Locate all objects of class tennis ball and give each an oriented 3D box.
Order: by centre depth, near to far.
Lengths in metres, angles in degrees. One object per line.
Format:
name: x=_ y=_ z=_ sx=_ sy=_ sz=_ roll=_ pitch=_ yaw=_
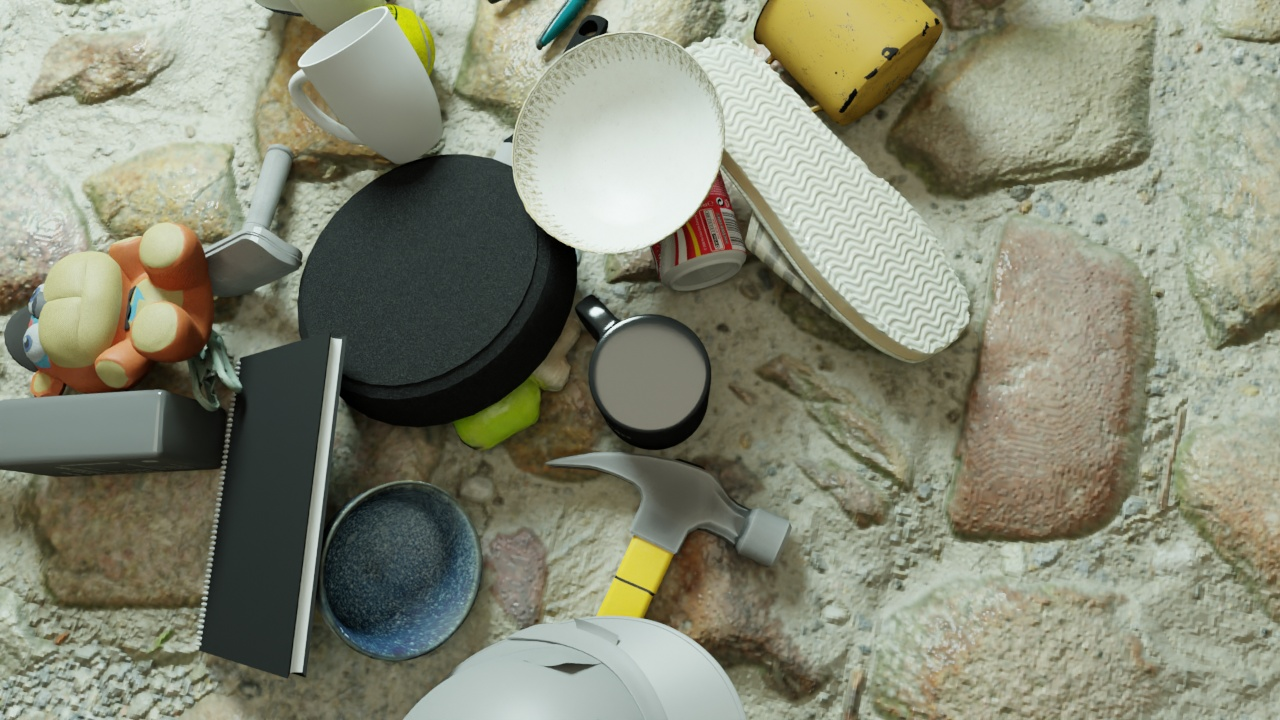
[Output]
tennis ball: x=-0.188 y=-0.234 z=0.693 sx=0.065 sy=0.065 sz=0.065 roll=-1 pitch=78 yaw=3

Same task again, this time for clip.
clip: x=-0.309 y=0.005 z=0.658 sx=0.042 sy=0.023 sz=0.076 roll=-39 pitch=49 yaw=-4

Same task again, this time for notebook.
notebook: x=-0.247 y=0.092 z=0.607 sx=0.149 sy=0.016 sz=0.206 roll=-9 pitch=74 yaw=45

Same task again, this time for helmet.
helmet: x=-0.078 y=0.246 z=0.519 sx=0.272 sy=0.117 sz=0.183 roll=-28 pitch=65 yaw=19

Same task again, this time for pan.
pan: x=-0.113 y=-0.121 z=0.659 sx=0.204 sy=0.044 sz=0.355 roll=20 pitch=74 yaw=24

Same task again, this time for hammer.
hammer: x=-0.038 y=0.213 z=0.613 sx=0.170 sy=0.034 sz=0.324 roll=24 pitch=82 yaw=9

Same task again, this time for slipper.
slipper: x=0.119 y=-0.110 z=0.640 sx=0.272 sy=0.054 sz=0.114 roll=49 pitch=57 yaw=1

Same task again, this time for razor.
razor: x=-0.281 y=-0.111 z=0.681 sx=0.088 sy=0.047 sz=0.116 roll=-15 pitch=57 yaw=33

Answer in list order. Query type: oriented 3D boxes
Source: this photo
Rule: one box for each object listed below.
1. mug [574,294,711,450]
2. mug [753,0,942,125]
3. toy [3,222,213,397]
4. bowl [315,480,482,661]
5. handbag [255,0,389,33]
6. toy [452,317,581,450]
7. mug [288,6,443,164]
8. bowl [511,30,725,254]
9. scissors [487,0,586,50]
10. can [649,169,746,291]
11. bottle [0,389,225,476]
mug: x=-0.004 y=0.004 z=0.622 sx=0.078 sy=0.088 sz=0.113 roll=-40 pitch=79 yaw=-5
mug: x=0.142 y=-0.226 z=0.661 sx=0.124 sy=0.100 sz=0.094 roll=-42 pitch=80 yaw=17
toy: x=-0.372 y=-0.027 z=0.646 sx=0.176 sy=0.096 sz=0.112 roll=-21 pitch=66 yaw=32
bowl: x=-0.170 y=0.137 z=0.611 sx=0.061 sy=0.114 sz=0.114 roll=-7 pitch=81 yaw=48
handbag: x=-0.225 y=-0.304 z=0.667 sx=0.176 sy=0.151 sz=0.074 roll=8 pitch=79 yaw=4
toy: x=-0.096 y=0.003 z=0.652 sx=0.117 sy=0.043 sz=0.092 roll=-44 pitch=75 yaw=-9
mug: x=-0.196 y=-0.184 z=0.650 sx=0.107 sy=0.089 sz=0.071 roll=-9 pitch=42 yaw=29
bowl: x=-0.007 y=-0.134 z=0.603 sx=0.145 sy=0.063 sz=0.145 roll=-2 pitch=83 yaw=20
scissors: x=-0.056 y=-0.306 z=0.725 sx=0.124 sy=0.019 sz=0.155 roll=7 pitch=77 yaw=3
can: x=0.032 y=-0.108 z=0.656 sx=0.064 sy=0.064 sz=0.104 roll=-16 pitch=78 yaw=0
bottle: x=-0.392 y=0.054 z=0.637 sx=0.174 sy=0.084 sz=0.046 roll=-3 pitch=78 yaw=3
